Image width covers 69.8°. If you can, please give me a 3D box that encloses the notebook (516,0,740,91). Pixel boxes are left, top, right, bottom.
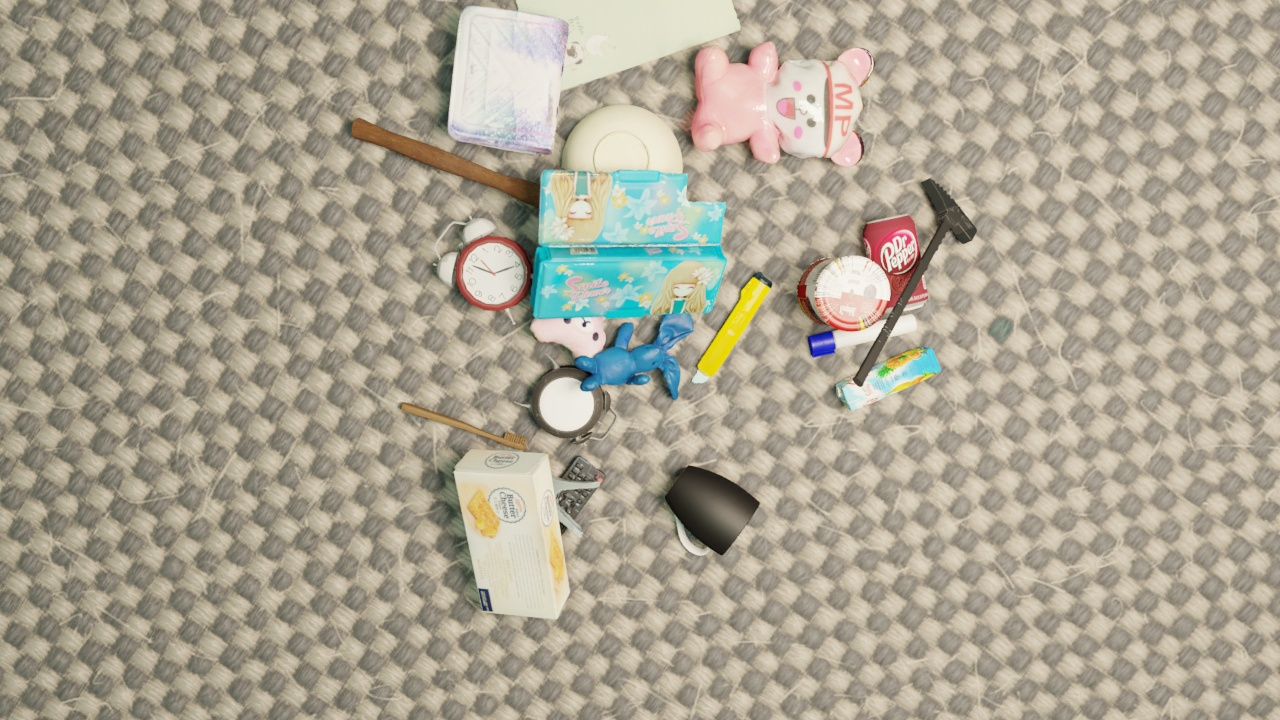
[{"bbox_3d":[-0.024,-0.449,1.115,0.252,0.010,0.182,-18,96,1],"label":"notebook"}]

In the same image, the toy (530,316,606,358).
[{"bbox_3d":[-0.077,-0.048,1.138,0.099,0.053,0.095,33,81,-17],"label":"toy"}]

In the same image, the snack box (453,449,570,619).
[{"bbox_3d":[-0.154,0.213,1.121,0.104,0.057,0.208,0,113,17],"label":"snack box"}]

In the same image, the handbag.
[{"bbox_3d":[-0.155,-0.331,1.093,0.126,0.069,0.158,9,98,3],"label":"handbag"}]

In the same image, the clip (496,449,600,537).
[{"bbox_3d":[-0.140,0.175,1.156,0.163,0.028,0.107,16,90,9],"label":"clip"}]

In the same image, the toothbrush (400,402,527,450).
[{"bbox_3d":[-0.224,0.082,1.166,0.167,0.016,0.016,18,96,-3],"label":"toothbrush"}]

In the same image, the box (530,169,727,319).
[{"bbox_3d":[-0.009,-0.129,1.068,0.226,0.056,0.186,-3,127,-16],"label":"box"}]

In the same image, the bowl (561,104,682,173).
[{"bbox_3d":[-0.022,-0.238,1.106,0.151,0.075,0.151,0,96,-1],"label":"bowl"}]

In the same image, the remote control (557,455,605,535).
[{"bbox_3d":[-0.106,0.193,1.178,0.047,0.022,0.150,37,93,-4],"label":"remote control"}]

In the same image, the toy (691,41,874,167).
[{"bbox_3d":[0.168,-0.306,1.098,0.213,0.084,0.142,1,98,1],"label":"toy"}]

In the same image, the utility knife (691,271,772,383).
[{"bbox_3d":[0.114,-0.038,1.159,0.030,0.017,0.163,33,94,1],"label":"utility knife"}]

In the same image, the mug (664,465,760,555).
[{"bbox_3d":[0.078,0.193,1.159,0.100,0.084,0.119,36,124,8],"label":"mug"}]

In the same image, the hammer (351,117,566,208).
[{"bbox_3d":[-0.196,-0.226,1.101,0.323,0.115,0.033,21,72,6],"label":"hammer"}]

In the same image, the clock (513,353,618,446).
[{"bbox_3d":[-0.087,0.055,1.151,0.123,0.043,0.091,34,94,-4],"label":"clock"}]

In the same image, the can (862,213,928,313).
[{"bbox_3d":[0.313,-0.119,1.130,0.063,0.063,0.114,-12,96,0],"label":"can"}]

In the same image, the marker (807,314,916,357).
[{"bbox_3d":[0.280,-0.032,1.159,0.133,0.023,0.027,-12,117,0],"label":"marker"}]

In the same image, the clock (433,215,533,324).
[{"bbox_3d":[-0.188,-0.114,1.129,0.137,0.048,0.096,37,94,-6],"label":"clock"}]

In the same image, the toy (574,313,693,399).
[{"bbox_3d":[-0.007,0.007,1.126,0.176,0.071,0.113,-17,90,-30],"label":"toy"}]

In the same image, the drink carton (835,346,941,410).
[{"bbox_3d":[0.310,0.023,1.155,0.129,0.044,0.038,-24,96,1],"label":"drink carton"}]

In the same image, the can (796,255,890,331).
[{"bbox_3d":[0.242,-0.081,1.105,0.086,0.116,0.086,0,96,-1],"label":"can"}]

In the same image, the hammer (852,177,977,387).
[{"bbox_3d":[0.306,-0.089,1.053,0.095,0.015,0.323,47,55,-14],"label":"hammer"}]
